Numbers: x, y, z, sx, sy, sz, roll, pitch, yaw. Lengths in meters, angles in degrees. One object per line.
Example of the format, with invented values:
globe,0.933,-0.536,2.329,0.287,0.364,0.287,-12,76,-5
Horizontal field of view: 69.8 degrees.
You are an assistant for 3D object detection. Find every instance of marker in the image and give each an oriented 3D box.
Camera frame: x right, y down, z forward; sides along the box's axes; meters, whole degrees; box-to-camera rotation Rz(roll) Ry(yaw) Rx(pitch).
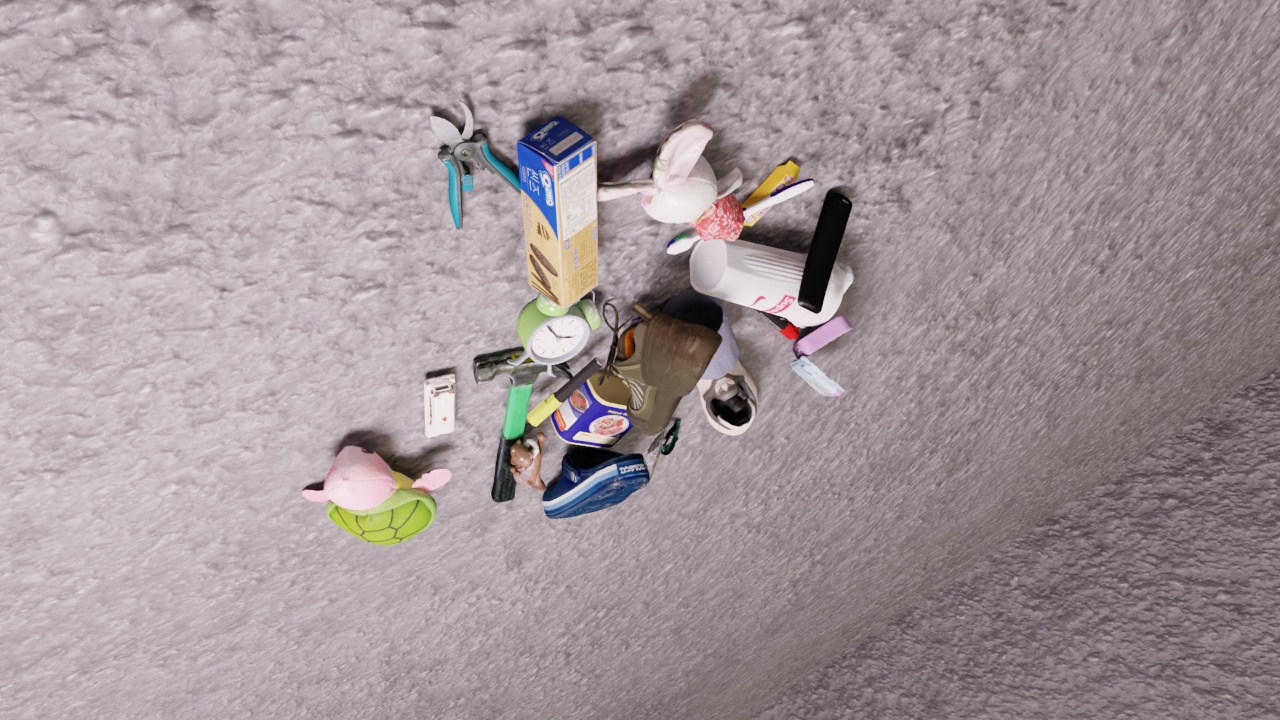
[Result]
marker,-0.096,0.039,1.160,0.124,0.017,0.021,-41,145,19
marker,0.184,-0.063,1.275,0.145,0.021,0.023,30,87,-52

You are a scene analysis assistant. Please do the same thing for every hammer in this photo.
hammer,-0.170,0.097,1.234,0.130,0.032,0.320,-11,144,-24

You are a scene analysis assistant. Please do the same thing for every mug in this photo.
mug,0.061,-0.028,1.195,0.124,0.083,0.104,-9,152,16

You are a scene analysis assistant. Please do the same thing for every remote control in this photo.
remote control,0.227,-0.133,1.126,0.041,0.020,0.151,21,83,-32

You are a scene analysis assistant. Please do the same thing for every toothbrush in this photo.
toothbrush,0.114,-0.168,1.064,0.187,0.016,0.015,-25,123,11

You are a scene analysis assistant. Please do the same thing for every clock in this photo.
clock,-0.099,-0.042,1.082,0.119,0.042,0.094,-47,142,20

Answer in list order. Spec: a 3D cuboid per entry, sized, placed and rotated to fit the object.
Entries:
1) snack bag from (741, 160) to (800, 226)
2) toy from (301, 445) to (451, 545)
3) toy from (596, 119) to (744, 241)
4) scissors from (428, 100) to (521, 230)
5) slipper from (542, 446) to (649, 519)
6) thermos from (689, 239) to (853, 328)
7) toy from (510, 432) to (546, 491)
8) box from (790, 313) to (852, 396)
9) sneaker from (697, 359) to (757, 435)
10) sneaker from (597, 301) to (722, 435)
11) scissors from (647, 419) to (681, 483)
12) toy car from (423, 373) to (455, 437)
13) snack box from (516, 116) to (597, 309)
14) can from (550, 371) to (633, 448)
snack bag,0.147,-0.192,1.076,0.099,0.020,0.026,-45,144,24
toy,-0.338,0.183,1.182,0.190,0.087,0.239,-4,148,-4
toy,0.049,-0.180,0.973,0.159,0.084,0.194,-26,155,34
scissors,-0.155,-0.182,0.880,0.124,0.019,0.156,-4,141,-32
slipper,-0.065,0.166,1.329,0.105,0.095,0.254,-11,167,-31
thermos,0.164,-0.100,1.154,0.220,0.099,0.100,9,132,-36
toy,-0.152,0.142,1.245,0.054,0.041,0.102,-30,146,-38
box,0.260,0.004,1.272,0.089,0.092,0.214,-32,175,5
sneaker,0.138,0.064,1.338,0.089,0.102,0.241,-29,147,1
sneaker,-0.006,0.007,1.116,0.100,0.143,0.239,-59,180,-30
scissors,0.045,0.078,1.325,0.201,0.015,0.202,-32,138,-74
toy car,-0.244,0.062,1.126,0.039,0.039,0.113,-13,144,-22
snack box,-0.082,-0.146,0.936,0.056,0.057,0.207,-39,153,-27
can,-0.053,0.070,1.256,0.116,0.056,0.092,14,130,-45
